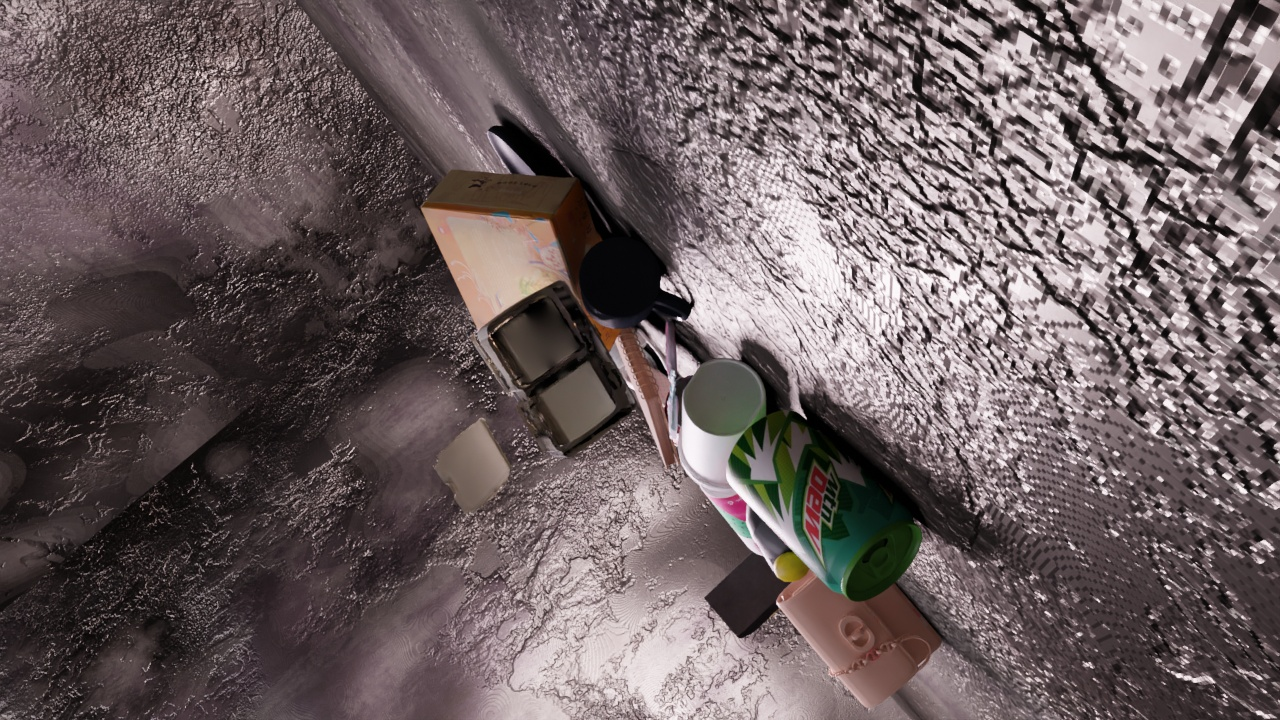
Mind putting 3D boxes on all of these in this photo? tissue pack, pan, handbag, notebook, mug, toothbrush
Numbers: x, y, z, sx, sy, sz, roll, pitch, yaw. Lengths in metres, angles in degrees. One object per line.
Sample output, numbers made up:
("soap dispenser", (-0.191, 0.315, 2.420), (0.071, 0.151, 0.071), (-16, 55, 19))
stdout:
("tissue pack", (0.008, 0.020, 1.417), (0.104, 0.071, 0.181), (35, 180, -10))
("pan", (-0.100, -0.170, 1.073), (0.199, 0.021, 0.356), (49, 175, 0))
("handbag", (0.204, 0.329, 1.343), (0.072, 0.175, 0.196), (46, 178, 30))
("notebook", (-0.007, 0.007, 1.108), (0.169, 0.022, 0.210), (74, 175, -54))
("mug", (-0.003, -0.062, 0.827), (0.105, 0.071, 0.077), (23, 175, 0))
("toothbrush", (0.050, 0.028, 1.298), (0.187, 0.017, 0.012), (51, 179, -19))
("handbag", (0.243, 0.302, 1.068), (0.199, 0.116, 0.187), (49, 176, 1))

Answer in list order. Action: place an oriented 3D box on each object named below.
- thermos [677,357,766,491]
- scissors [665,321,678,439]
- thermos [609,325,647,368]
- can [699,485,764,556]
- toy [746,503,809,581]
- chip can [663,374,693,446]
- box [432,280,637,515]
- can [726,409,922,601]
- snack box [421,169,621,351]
("thermos", (0.083, 0.067, 0.885), (0.099, 0.099, 0.220), (48, 171, 17))
("scissors", (0.034, 0.039, 0.944), (0.172, 0.014, 0.159), (-92, 0, -59))
("thermos", (-0.086, -0.091, 1.316), (0.230, 0.068, 0.068), (49, 176, 6))
("can", (0.145, 0.178, 1.165), (0.166, 0.088, 0.088), (53, 175, -35))
("toy", (0.151, 0.139, 0.824), (0.119, 0.098, 0.099), (17, -156, -53))
("chip can", (0.063, 0.067, 1.158), (0.073, 0.073, 0.233), (49, 175, 7))
("box", (-0.126, 0.036, 0.846), (0.143, 0.193, 0.101), (60, 152, -9))
("can", (0.139, 0.109, 0.709), (0.144, 0.083, 0.083), (45, 174, 43))
("snack box", (-0.107, -0.095, 0.918), (0.145, 0.080, 0.195), (10, 141, 24))
